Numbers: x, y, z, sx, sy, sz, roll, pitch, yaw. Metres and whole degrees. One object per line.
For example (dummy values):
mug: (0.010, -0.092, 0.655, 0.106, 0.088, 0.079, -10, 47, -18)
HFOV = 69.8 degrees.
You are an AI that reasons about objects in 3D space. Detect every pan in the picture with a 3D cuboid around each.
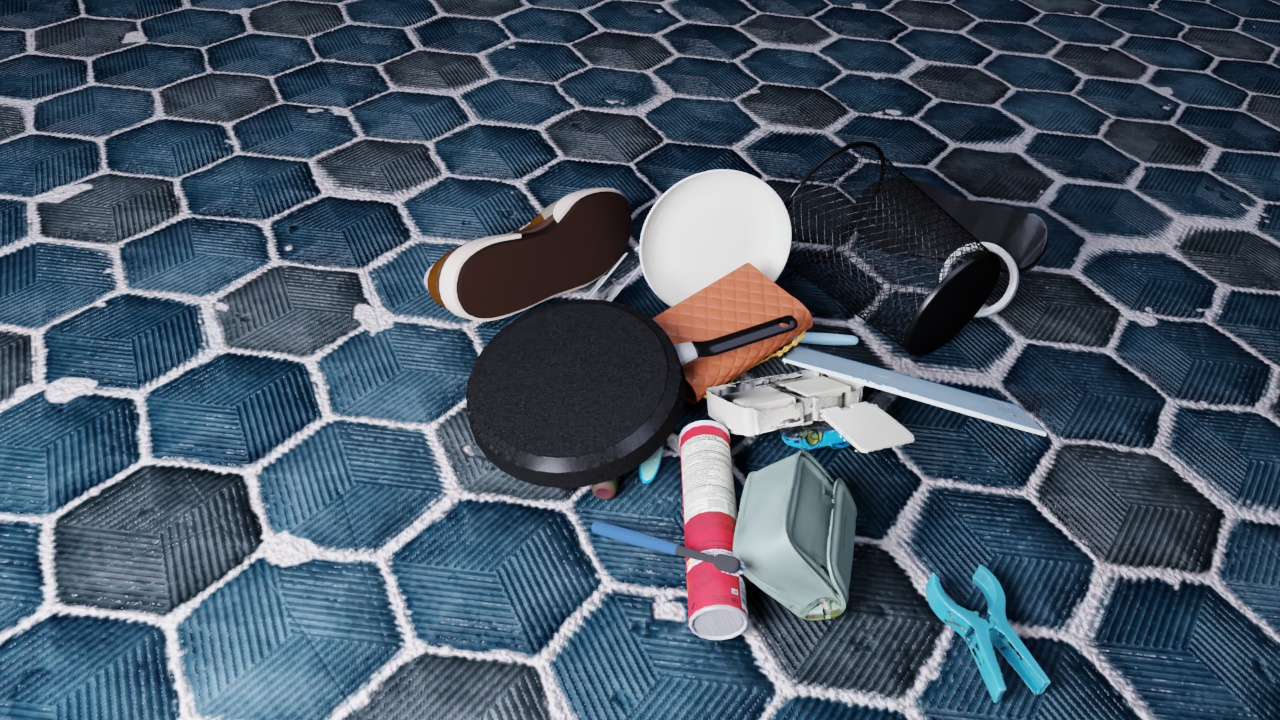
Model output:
pan: (-0.005, 0.005, 0.940, 0.356, 0.034, 0.225, -18, 51, -6)

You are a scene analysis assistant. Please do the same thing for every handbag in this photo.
handbag: (0.094, -0.025, 1.029, 0.171, 0.060, 0.109, -31, 53, -23)
handbag: (0.146, 0.152, 0.819, 0.106, 0.067, 0.121, 43, 38, -18)

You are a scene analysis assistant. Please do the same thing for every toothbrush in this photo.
toothbrush: (0.016, 0.075, 0.951, 0.022, 0.017, 0.134, 11, 41, 2)
toothbrush: (0.180, -0.029, 1.085, 0.155, 0.016, 0.022, 4, 32, 0)
toothbrush: (0.019, 0.163, 0.807, 0.168, 0.014, 0.014, 6, 68, 42)

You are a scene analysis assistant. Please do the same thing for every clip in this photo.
clip: (0.316, 0.229, 0.801, 0.119, 0.030, 0.130, -15, 45, -28)
clip: (-0.050, -0.088, 1.093, 0.102, 0.052, 0.059, -49, 28, -4)

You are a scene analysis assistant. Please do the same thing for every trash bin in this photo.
trash bin: (0.296, -0.126, 1.093, 0.183, 0.184, 0.210, -24, 54, -28)

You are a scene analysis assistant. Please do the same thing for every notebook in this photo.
notebook: (0.281, 0.027, 0.965, 0.253, 0.009, 0.180, 16, 9, 13)

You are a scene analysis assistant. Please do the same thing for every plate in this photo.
plate: (0.086, -0.141, 1.085, 0.182, 0.183, 0.034, -3, 29, -9)

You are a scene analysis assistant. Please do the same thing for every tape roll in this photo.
tape roll: (0.419, -0.100, 1.138, 0.093, 0.093, 0.013, 36, 14, 30)

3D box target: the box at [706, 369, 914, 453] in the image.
box: (0.164, 0.055, 0.909, 0.143, 0.044, 0.184, -10, 14, -19)

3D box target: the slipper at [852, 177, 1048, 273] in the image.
slipper: (0.410, -0.165, 1.224, 0.266, 0.083, 0.109, 22, 83, 36)

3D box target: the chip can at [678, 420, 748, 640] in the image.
chip can: (0.065, 0.150, 0.846, 0.052, 0.052, 0.214, 3, 42, -3)

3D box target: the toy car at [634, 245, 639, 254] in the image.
toy car: (0.060, -0.168, 1.149, 0.056, 0.154, 0.055, -29, 88, -48)

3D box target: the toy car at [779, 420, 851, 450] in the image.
toy car: (0.198, 0.073, 0.954, 0.105, 0.032, 0.048, -12, 17, -7)

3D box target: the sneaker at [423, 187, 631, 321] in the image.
sneaker: (-0.139, -0.133, 1.125, 0.116, 0.112, 0.292, 15, 38, 42)

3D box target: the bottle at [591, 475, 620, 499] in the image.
bottle: (-0.029, 0.093, 0.920, 0.025, 0.025, 0.105, 8, 42, 3)
